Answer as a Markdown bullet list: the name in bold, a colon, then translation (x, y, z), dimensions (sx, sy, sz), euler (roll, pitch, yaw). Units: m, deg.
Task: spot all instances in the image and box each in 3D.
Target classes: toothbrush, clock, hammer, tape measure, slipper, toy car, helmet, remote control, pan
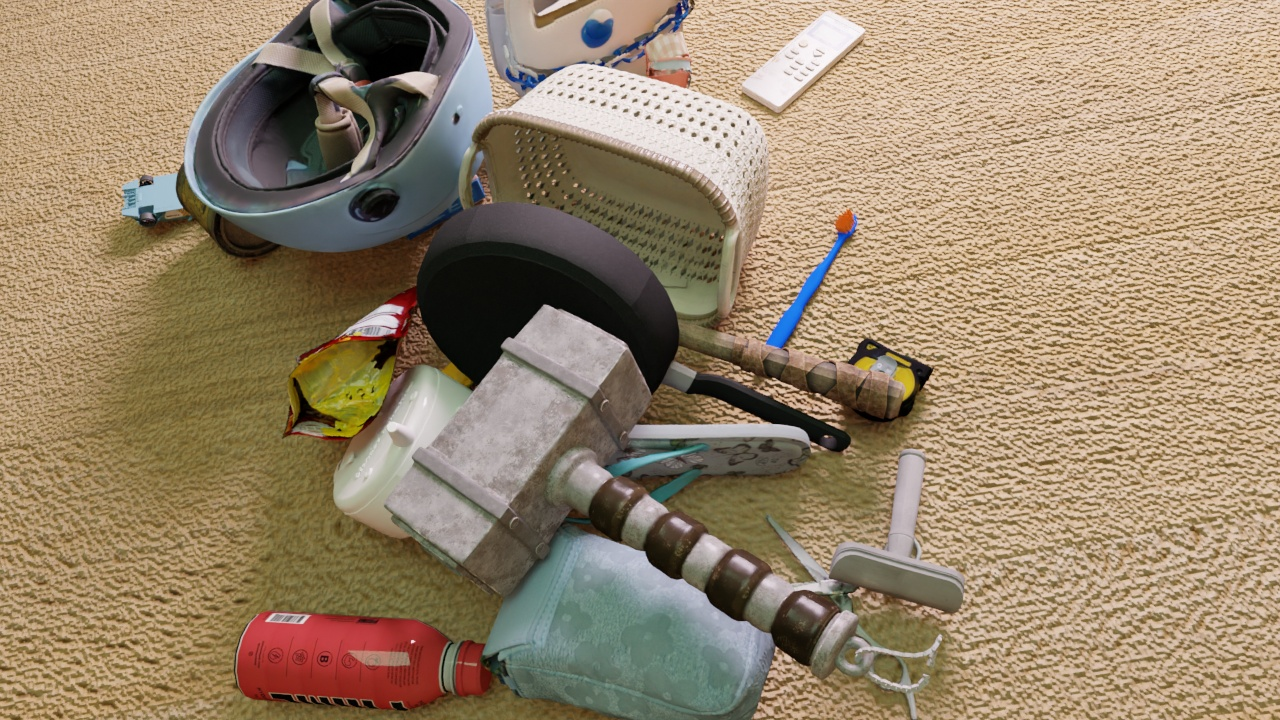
- **toothbrush**: translation (0.143, -0.062, 0.791), dimensions (0.016, 0.018, 0.182), euler (13, 60, 43)
- **clock**: translation (-0.182, 0.064, 0.693), dimensions (0.161, 0.073, 0.125), euler (-1, 58, 59)
- **hammer**: translation (0.048, -0.017, 0.723), dimensions (0.319, 0.122, 0.048), euler (18, 65, 15)
- **tape measure**: translation (0.192, 0.017, 0.730), dimensions (0.062, 0.034, 0.061), euler (25, 69, 21)
- **slipper**: translation (-0.006, 0.084, 0.684), dimensions (0.269, 0.098, 0.054), euler (-5, 59, 4)
- **toy car**: translation (-0.464, -0.163, 0.930), dimensions (0.107, 0.028, 0.060), euler (-12, 59, -10)
- **hammer**: translation (0.014, 0.106, 0.548), dimensions (0.326, 0.079, 0.176), euler (28, 72, 28)
- **helmet**: translation (-0.245, -0.191, 0.792), dimensions (0.265, 0.167, 0.225), euler (-35, 58, -9)
- **remote control**: translation (0.165, -0.304, 0.927), dimensions (0.050, 0.011, 0.135), euler (39, 73, 25)
- **pan**: translation (-0.005, 0.004, 0.697), dimensions (0.355, 0.205, 0.044), euler (25, 52, -3)

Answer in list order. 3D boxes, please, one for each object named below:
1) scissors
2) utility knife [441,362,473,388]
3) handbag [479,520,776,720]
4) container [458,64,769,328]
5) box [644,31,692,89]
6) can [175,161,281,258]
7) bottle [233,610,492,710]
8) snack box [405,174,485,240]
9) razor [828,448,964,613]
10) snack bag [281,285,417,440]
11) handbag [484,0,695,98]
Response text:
- **scissors**: translation (0.148, 0.176, 0.659), dimensions (0.141, 0.014, 0.174), euler (-23, 62, -8)
- **utility knife**: translation (-0.126, -0.016, 0.805), dimensions (0.030, 0.017, 0.151), euler (39, 74, 20)
- **handbag**: translation (-0.003, 0.184, 0.618), dimensions (0.192, 0.119, 0.121), euler (5, 52, 19)
- **container**: translation (-0.011, -0.142, 0.771), dimensions (0.246, 0.185, 0.142), euler (22, 56, 17)
- **box**: translation (0.023, -0.266, 0.833), dimensions (0.059, 0.186, 0.056), euler (27, 96, -4)
- **can**: translation (-0.382, -0.154, 0.877), dimensions (0.089, 0.090, 0.074), euler (-42, 64, -15)
- **bottle**: translation (-0.194, 0.216, 0.657), dimensions (0.177, 0.062, 0.062), euler (1, 61, 9)
- **snack box**: translation (-0.227, -0.196, 0.910), dimensions (0.087, 0.034, 0.151), euler (-32, 62, -9)
- **razor**: translation (0.191, 0.115, 0.664), dimensions (0.088, 0.047, 0.116), euler (14, 54, 9)
- **snack bag**: translation (-0.232, -0.011, 0.741), dimensions (0.139, 0.066, 0.208), euler (-38, 22, -1)
- **handbag**: translation (-0.049, -0.330, 0.867), dimensions (0.200, 0.200, 0.093), euler (-33, 65, -8)
